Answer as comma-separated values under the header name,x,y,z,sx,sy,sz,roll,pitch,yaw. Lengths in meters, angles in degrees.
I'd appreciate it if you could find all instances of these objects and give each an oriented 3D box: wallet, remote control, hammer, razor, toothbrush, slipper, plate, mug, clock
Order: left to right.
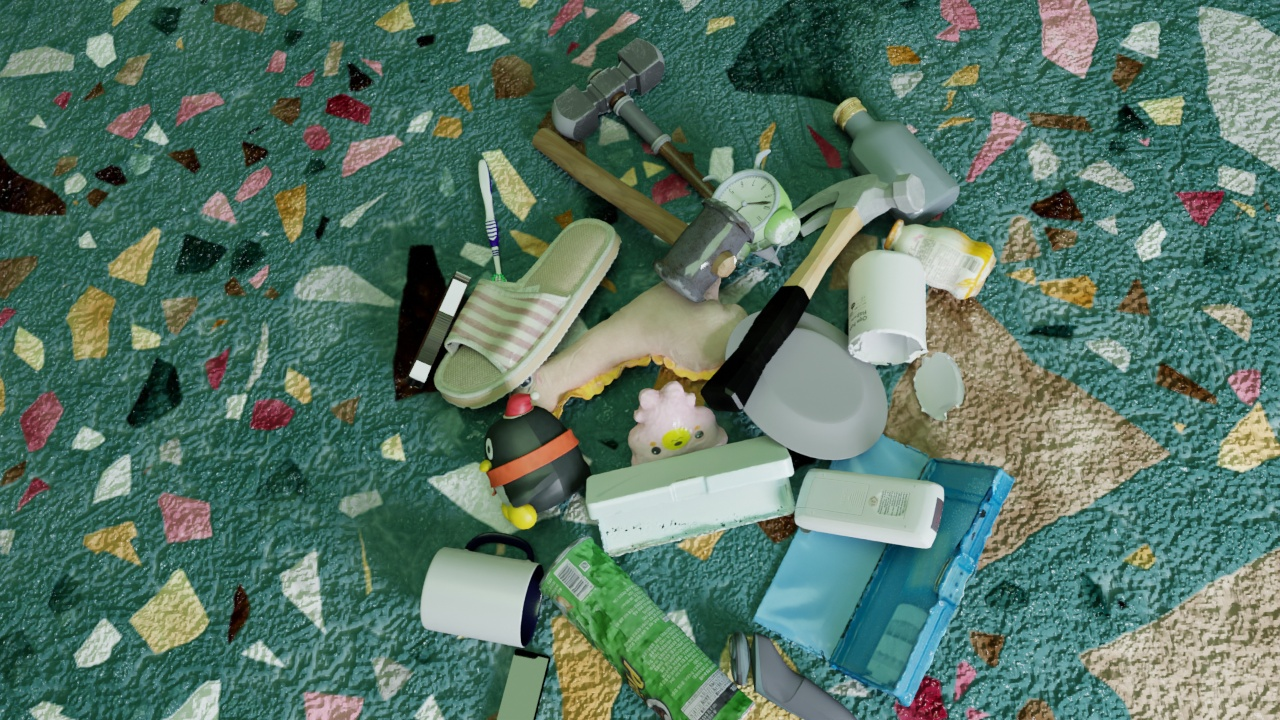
name,x,y,z,sx,sy,sz,roll,pitch,yaw
wallet,-0.218,-0.032,0.983,0.019,0.072,0.123,24,74,-12
mug,-0.146,0.215,0.890,0.097,0.079,0.111,8,43,8
toothbrush,-0.170,-0.152,1.049,0.015,0.016,0.186,-12,70,1
remote control,-0.121,0.352,0.865,0.034,0.013,0.149,10,71,9
slipper,-0.123,-0.063,0.971,0.115,0.052,0.262,23,65,36
hammer,-0.018,-0.175,0.987,0.328,0.052,0.098,39,91,35
hammer,0.048,-0.221,1.042,0.156,0.043,0.322,-39,74,-8
clock,0.117,-0.151,0.961,0.094,0.042,0.119,-20,60,24
razor,0.141,0.300,0.843,0.143,0.047,0.052,31,78,11
hammer,0.159,-0.075,0.908,0.131,0.039,0.327,1,44,47
plate,0.168,0.017,0.910,0.178,0.012,0.178,11,52,-15
remote control,0.212,0.136,0.862,0.139,0.025,0.060,3,61,37

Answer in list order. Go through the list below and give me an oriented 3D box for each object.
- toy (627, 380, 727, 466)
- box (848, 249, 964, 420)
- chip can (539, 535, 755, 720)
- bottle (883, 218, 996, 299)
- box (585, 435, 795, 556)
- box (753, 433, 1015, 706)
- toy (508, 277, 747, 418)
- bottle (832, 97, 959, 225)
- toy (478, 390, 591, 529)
name,x,y,z,sx,sy,sz,roll,pitch,yaw
toy,0.032,0.065,0.922,0.102,0.093,0.050,-17,27,-5
box,0.266,-0.026,0.924,0.118,0.085,0.159,17,63,-16
chip can,0.001,0.263,0.853,0.223,0.075,0.075,42,79,18
bottle,0.311,-0.110,0.959,0.108,0.063,0.063,29,75,13
box,0.052,0.140,0.896,0.199,0.085,0.096,-12,110,2
box,0.233,0.186,0.872,0.173,0.066,0.231,19,72,41
toy,-0.006,0.006,0.951,0.264,0.065,0.196,-35,66,-5
bottle,0.273,-0.224,1.013,0.072,0.046,0.161,-32,70,-6
toy,-0.110,0.093,0.906,0.099,0.098,0.119,-27,92,-15
